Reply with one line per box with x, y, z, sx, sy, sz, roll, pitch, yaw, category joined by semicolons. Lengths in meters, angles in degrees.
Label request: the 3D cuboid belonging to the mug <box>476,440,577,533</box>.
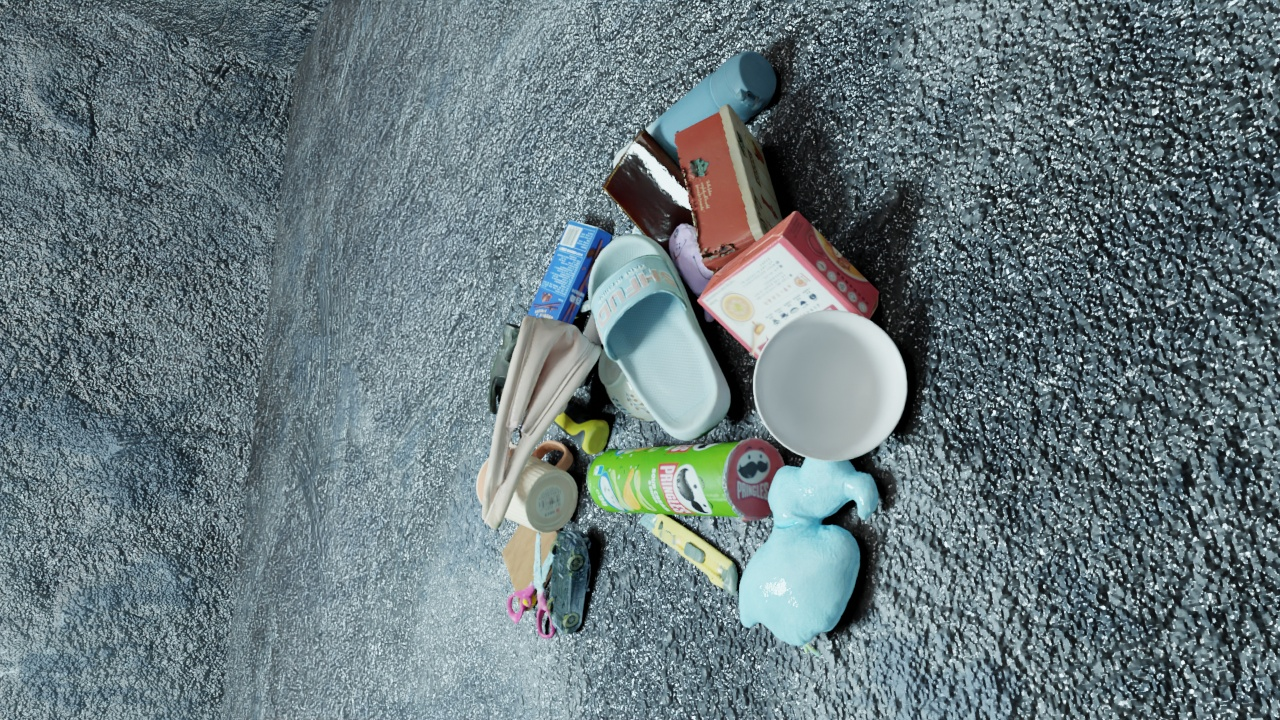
-0.129;0.149;1.129;0.106;0.082;0.114;13;55;49;mug

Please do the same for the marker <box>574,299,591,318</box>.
-0.073;-0.066;1.176;0.124;0.015;0.018;-17;66;51;marker

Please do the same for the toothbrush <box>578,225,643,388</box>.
-0.040;-0.068;1.114;0.026;0.026;0.221;39;112;41;toothbrush

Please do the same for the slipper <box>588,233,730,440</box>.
0.008;-0.029;0.918;0.104;0.074;0.245;-35;58;13;slipper

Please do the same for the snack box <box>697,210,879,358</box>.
0.133;-0.046;0.785;0.113;0.127;0.044;-36;15;45;snack box

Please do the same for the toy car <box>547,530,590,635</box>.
-0.081;0.256;1.058;0.054;0.036;0.121;22;108;56;toy car

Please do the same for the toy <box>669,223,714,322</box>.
0.059;-0.100;0.961;0.108;0.039;0.084;-123;28;-49;toy

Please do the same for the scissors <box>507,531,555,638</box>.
-0.117;0.274;1.101;0.096;0.017;0.137;39;115;27;scissors

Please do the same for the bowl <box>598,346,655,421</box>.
-0.006;0.006;1.004;0.114;0.062;0.113;-26;57;49;bowl

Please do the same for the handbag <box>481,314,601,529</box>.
-0.128;0.072;1.018;0.193;0.093;0.234;144;147;-79;handbag

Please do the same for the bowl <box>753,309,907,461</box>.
0.149;0.021;0.743;0.064;0.118;0.118;35;-113;-85;bowl

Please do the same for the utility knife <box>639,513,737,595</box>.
0.047;0.184;0.909;0.173;0.019;0.031;24;94;61;utility knife

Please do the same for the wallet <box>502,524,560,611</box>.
-0.136;0.241;1.161;0.115;0.020;0.101;-59;36;21;wallet

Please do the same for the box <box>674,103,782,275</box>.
0.083;-0.149;0.879;0.079;0.091;0.168;-23;56;23;box

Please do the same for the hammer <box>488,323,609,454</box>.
-0.128;0.051;1.203;0.323;0.031;0.126;31;105;56;hammer

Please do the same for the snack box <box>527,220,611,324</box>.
-0.097;-0.102;1.191;0.084;0.026;0.157;27;93;57;snack box

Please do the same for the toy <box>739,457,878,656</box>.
0.134;0.157;0.747;0.162;0.049;0.156;-37;49;35;toy

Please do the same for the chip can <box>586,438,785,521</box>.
0.036;0.117;0.892;0.237;0.072;0.072;-12;69;55;chip can

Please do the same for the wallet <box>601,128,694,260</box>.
0.019;-0.178;1.008;0.122;0.020;0.097;49;134;8;wallet

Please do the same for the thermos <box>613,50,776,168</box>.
0.057;-0.254;0.996;0.221;0.070;0.070;-28;56;49;thermos
